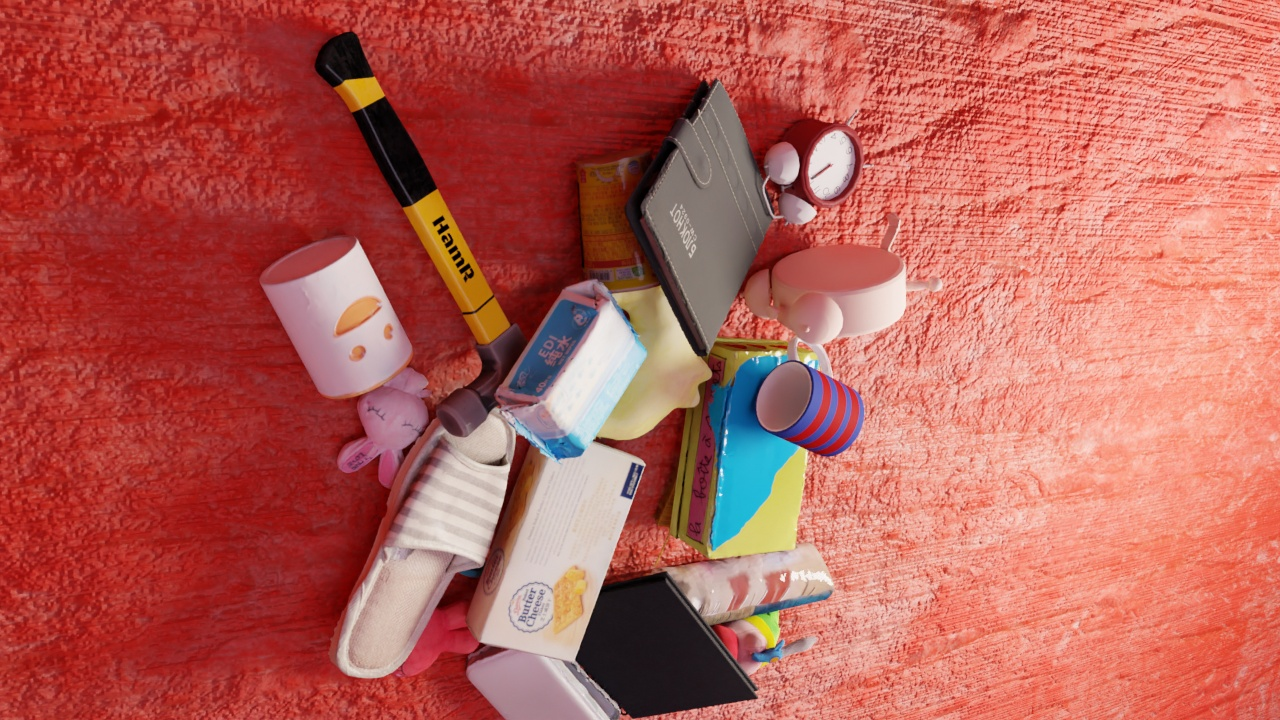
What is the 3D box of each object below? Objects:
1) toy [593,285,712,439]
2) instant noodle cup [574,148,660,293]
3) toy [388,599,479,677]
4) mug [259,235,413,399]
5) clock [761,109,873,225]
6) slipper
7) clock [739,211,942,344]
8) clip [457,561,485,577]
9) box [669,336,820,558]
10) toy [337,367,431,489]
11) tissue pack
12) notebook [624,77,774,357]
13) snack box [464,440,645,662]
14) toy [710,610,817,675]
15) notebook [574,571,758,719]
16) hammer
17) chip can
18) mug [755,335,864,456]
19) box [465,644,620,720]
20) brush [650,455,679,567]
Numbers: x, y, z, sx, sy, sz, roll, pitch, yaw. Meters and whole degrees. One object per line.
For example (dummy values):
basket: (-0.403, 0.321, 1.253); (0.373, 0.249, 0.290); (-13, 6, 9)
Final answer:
toy: (-0.005, 0.005, 0.884); (0.154, 0.064, 0.171); (18, 105, -24)
instant noodle cup: (-0.013, -0.125, 0.811); (0.100, 0.100, 0.112); (-17, 110, -22)
toy: (-0.221, 0.266, 0.885); (0.135, 0.045, 0.092); (1, 112, -23)
mug: (-0.239, -0.035, 0.727); (0.082, 0.082, 0.105); (-28, 121, -16)
clock: (0.170, -0.188, 0.906); (0.124, 0.044, 0.087); (-38, 125, -16)
slipper: (-0.188, 0.163, 0.815); (0.114, 0.054, 0.272); (23, 94, -50)
clock: (0.195, -0.081, 0.917); (0.160, 0.131, 0.086); (-25, 120, -17)
clip: (-0.179, 0.177, 0.886); (0.120, 0.033, 0.119); (-33, 126, -13)
box: (0.110, 0.088, 0.962); (0.124, 0.079, 0.221); (-1, 100, -30)
toy: (-0.219, 0.059, 0.799); (0.063, 0.047, 0.110); (17, 105, -26)
tissue pack: (-0.059, 0.010, 0.783); (0.144, 0.062, 0.093); (-58, 143, -18)
notebook: (0.060, -0.134, 0.817); (0.169, 0.029, 0.208); (61, 38, -35)
snack box: (-0.082, 0.175, 0.885); (0.104, 0.057, 0.207); (22, 85, -27)
toy: (0.127, 0.321, 1.075); (0.131, 0.124, 0.096); (8, 67, -29)
notebook: (0.004, 0.315, 0.990); (0.169, 0.019, 0.231); (-18, 126, 22)
hammer: (-0.162, -0.108, 0.749); (0.169, 0.034, 0.325); (-44, 120, -35)
chip can: (0.114, 0.258, 1.051); (0.229, 0.080, 0.080); (-4, 112, -28)
mug: (0.167, 0.031, 0.901); (0.076, 0.075, 0.111); (24, 61, -33)
box: (-0.099, 0.367, 0.984); (0.118, 0.063, 0.214); (-28, 124, 3)
brush: (0.039, 0.163, 1.002); (0.048, 0.017, 0.126); (17, 102, -33)
